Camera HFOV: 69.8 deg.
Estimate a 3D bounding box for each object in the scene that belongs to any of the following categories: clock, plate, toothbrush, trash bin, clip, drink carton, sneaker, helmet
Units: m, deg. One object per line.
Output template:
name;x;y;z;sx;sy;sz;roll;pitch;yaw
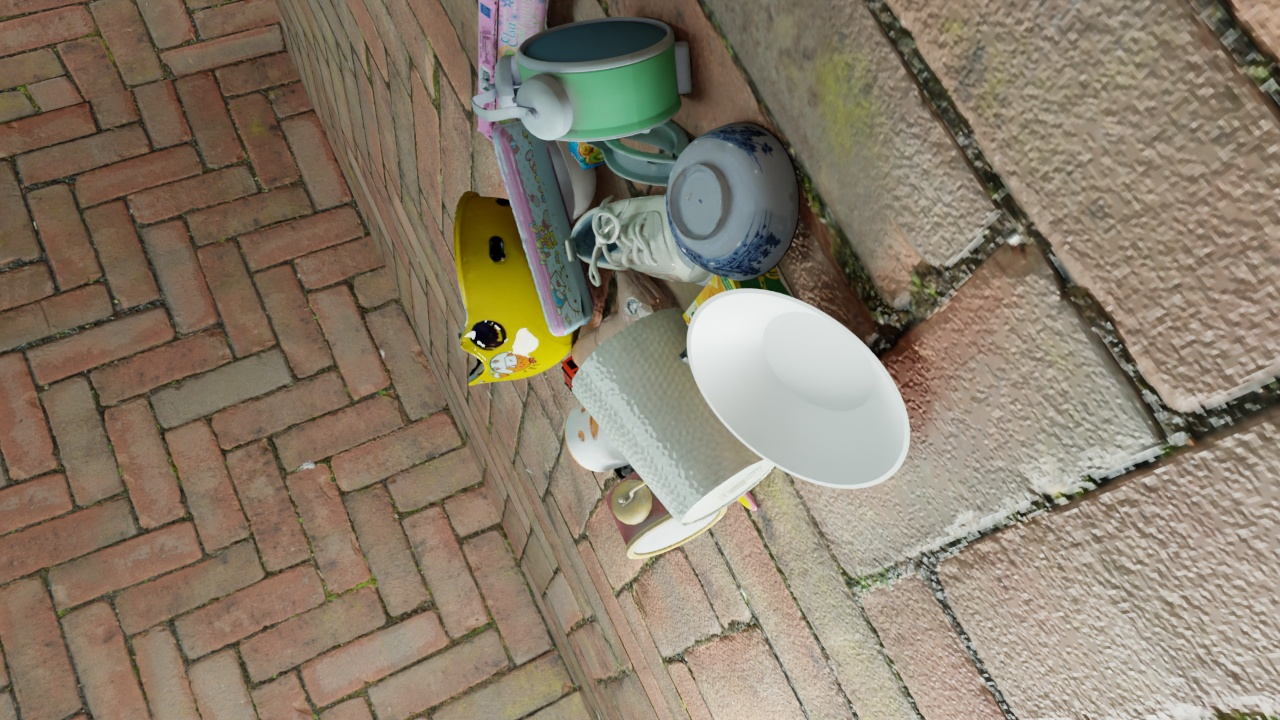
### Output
clock;0.020;0.142;0.973;0.081;0.117;0.159;63;176;25
plate;0.115;0.013;0.644;0.174;0.036;0.174;29;145;23
toothbrush;0.078;0.105;0.938;0.135;0.016;0.021;52;152;39
trash bin;0.035;0.055;0.837;0.161;0.133;0.133;55;158;20
clock;-0.049;-0.208;0.702;0.122;0.161;0.075;46;151;50
clip;-0.005;-0.193;0.774;0.162;0.090;0.027;34;144;35
drink carton;-0.048;-0.241;0.851;0.038;0.044;0.129;53;158;36
sneaker;0.002;-0.101;0.797;0.242;0.090;0.089;19;128;65
drink carton;0.078;-0.036;0.740;0.058;0.041;0.123;64;162;10
helmet;-0.137;-0.088;1.097;0.240;0.139;0.208;91;180;-50

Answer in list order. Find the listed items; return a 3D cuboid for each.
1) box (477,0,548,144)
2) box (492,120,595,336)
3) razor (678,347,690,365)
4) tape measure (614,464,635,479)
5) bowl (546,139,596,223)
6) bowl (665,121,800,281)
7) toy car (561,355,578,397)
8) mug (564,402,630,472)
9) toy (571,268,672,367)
box;-0.108;-0.298;0.922;0.090;0.084;0.231;35;155;6
box;-0.099;-0.137;0.941;0.140;0.062;0.214;-113;6;-76
razor;0.075;0.018;0.745;0.106;0.026;0.042;29;175;-22
tape measure;-0.015;0.117;1.169;0.071;0.042;0.072;63;157;10
bowl;-0.074;-0.202;0.968;0.110;0.040;0.110;53;156;36
bowl;0.053;-0.111;0.647;0.114;0.045;0.114;11;105;48
toy car;-0.065;0.028;1.191;0.100;0.048;0.051;46;152;46
mug;-0.020;0.070;0.973;0.106;0.082;0.082;-23;89;52
toy;-0.006;0.006;1.007;0.196;0.065;0.265;58;155;-2
